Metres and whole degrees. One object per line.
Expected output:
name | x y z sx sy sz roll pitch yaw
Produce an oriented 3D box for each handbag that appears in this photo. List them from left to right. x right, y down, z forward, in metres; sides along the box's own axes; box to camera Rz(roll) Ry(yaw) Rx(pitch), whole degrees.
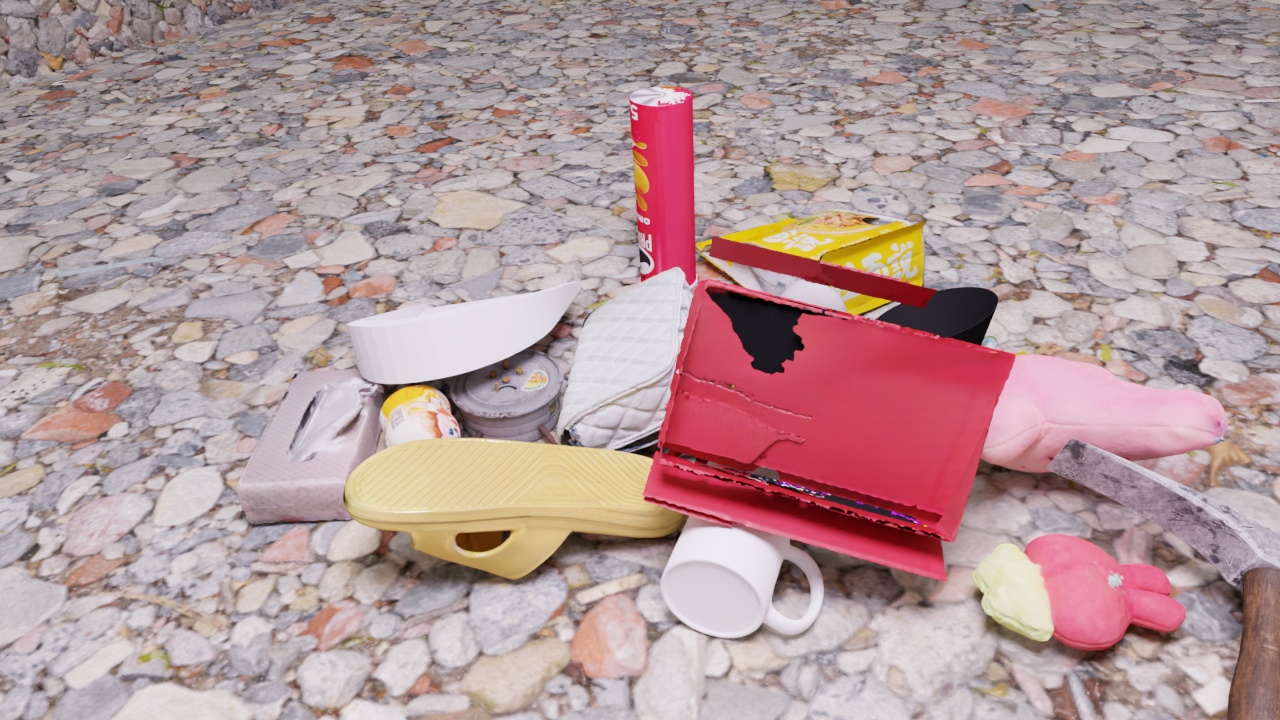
handbag | -0.005 0.005 0.848 0.139 0.072 0.194 -27 26 22

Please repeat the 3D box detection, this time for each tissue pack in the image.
tissue pack | -0.281 0.062 0.817 0.104 0.071 0.181 -4 29 1

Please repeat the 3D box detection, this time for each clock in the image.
clock | -0.124 0.025 0.864 0.104 0.056 0.147 -6 35 -4

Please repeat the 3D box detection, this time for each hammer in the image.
hammer | 0.323 0.191 0.535 0.218 0.037 0.299 28 47 14

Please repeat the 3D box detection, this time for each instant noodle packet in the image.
instant noodle packet | 0.189 -0.128 1.058 0.162 0.084 0.222 -22 31 -29

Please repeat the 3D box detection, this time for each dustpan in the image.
dustpan | -0.180 -0.049 0.905 0.192 0.053 0.257 -8 18 10

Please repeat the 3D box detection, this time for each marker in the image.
marker | 0.307 0.015 0.869 0.017 0.017 0.146 19 39 31

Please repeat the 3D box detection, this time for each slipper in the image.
slipper | -0.093 0.115 0.707 0.263 0.079 0.099 4 30 -19

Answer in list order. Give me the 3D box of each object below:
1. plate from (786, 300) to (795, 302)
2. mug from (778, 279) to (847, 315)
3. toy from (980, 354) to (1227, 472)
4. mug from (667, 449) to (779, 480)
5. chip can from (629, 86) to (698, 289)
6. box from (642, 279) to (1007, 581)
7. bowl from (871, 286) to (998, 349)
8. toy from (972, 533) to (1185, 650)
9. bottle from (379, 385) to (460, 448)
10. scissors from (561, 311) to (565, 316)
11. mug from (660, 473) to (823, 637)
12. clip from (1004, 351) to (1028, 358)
plate | 0.162 0.017 0.813 0.178 0.012 0.178 19 43 -19
mug | 0.166 -0.015 0.897 0.107 0.071 0.089 37 52 9
toy | 0.335 0.044 0.714 0.191 0.097 0.237 -2 3 -26
mug | 0.067 0.076 0.759 0.106 0.073 0.082 -23 30 15
chip can | 0.027 -0.186 1.020 0.069 0.221 0.069 -3 33 2
box | 0.099 0.106 0.534 0.213 0.148 0.373 16 41 4
bowl | 0.284 -0.019 0.877 0.124 0.052 0.124 -21 18 7
toy | 0.296 0.157 0.623 0.135 0.045 0.091 1 37 0
bottle | -0.186 0.071 0.792 0.063 0.063 0.108 -16 42 -18
scissors | -0.163 -0.029 0.947 0.176 0.013 0.170 4 23 44
mug | 0.079 0.146 0.651 0.110 0.074 0.090 30 39 3
clip | 0.345 0.019 0.856 0.054 0.046 0.048 -16 1 -19
